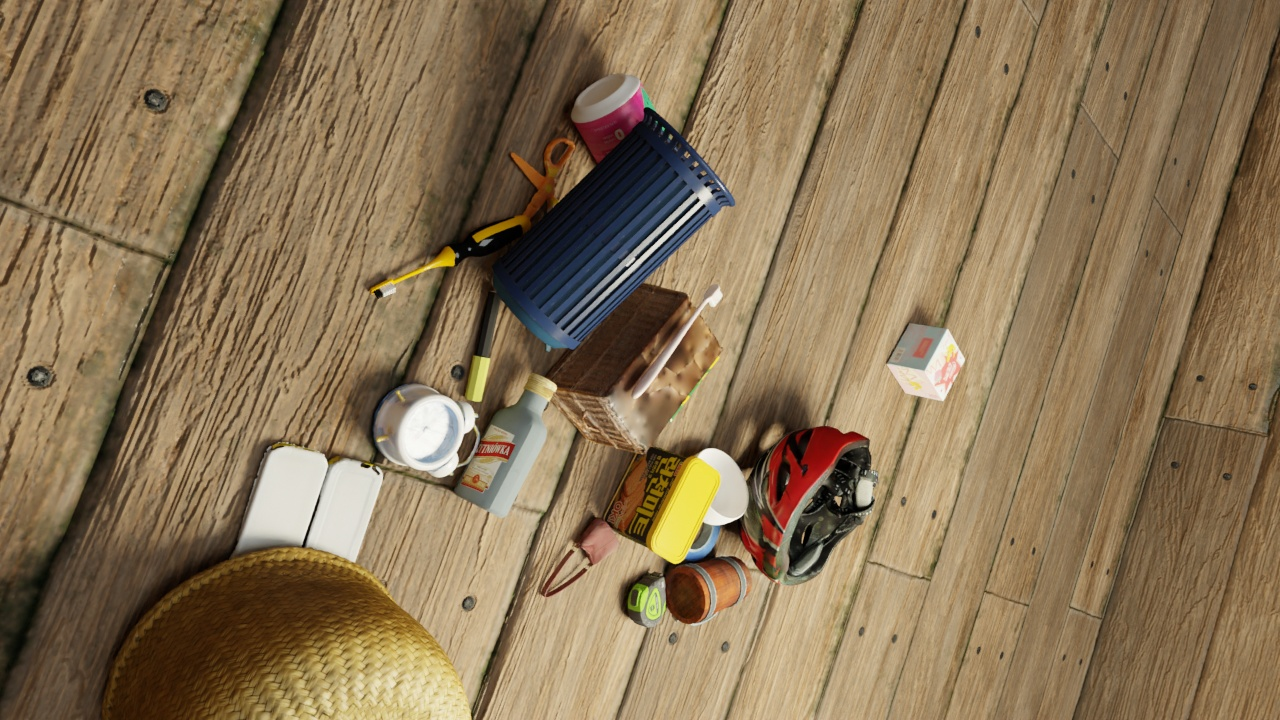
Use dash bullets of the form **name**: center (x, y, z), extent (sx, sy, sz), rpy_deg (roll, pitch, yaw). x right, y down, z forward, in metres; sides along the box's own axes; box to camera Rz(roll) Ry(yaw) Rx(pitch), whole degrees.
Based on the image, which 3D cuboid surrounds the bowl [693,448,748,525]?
- **bowl**: center (0.096, 0.179, 1.274), extent (0.104, 0.054, 0.104), rpy_deg (24, 49, -31)

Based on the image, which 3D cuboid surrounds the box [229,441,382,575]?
- **box**: center (-0.344, 0.192, 0.918), extent (0.127, 0.023, 0.209), rpy_deg (21, 86, -44)

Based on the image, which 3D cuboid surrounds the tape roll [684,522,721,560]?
- **tape roll**: center (0.078, 0.239, 1.312), extent (0.093, 0.016, 0.091), rpy_deg (32, 78, -41)

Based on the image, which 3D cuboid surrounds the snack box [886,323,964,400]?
- **snack box**: center (0.498, 0.003, 1.596), extent (0.095, 0.080, 0.092), rpy_deg (47, 68, -38)

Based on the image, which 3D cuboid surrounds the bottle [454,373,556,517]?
- **bottle**: center (-0.146, 0.092, 1.039), extent (0.046, 0.072, 0.161), rpy_deg (39, 73, -46)

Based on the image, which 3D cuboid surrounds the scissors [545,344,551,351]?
- **scissors**: center (-0.101, -0.077, 1.087), extent (0.056, 0.015, 0.137), rpy_deg (2, 104, -41)

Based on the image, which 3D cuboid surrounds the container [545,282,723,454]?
- **container**: center (-0.006, 0.007, 1.119), extent (0.198, 0.113, 0.114), rpy_deg (-53, 129, -22)

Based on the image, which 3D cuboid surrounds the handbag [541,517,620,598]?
- **handbag**: center (-0.081, 0.258, 1.171), extent (0.119, 0.029, 0.055), rpy_deg (-43, 127, -20)

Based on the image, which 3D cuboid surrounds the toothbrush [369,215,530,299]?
- **toothbrush**: center (-0.199, -0.113, 0.978), extent (0.196, 0.031, 0.031), rpy_deg (-30, 74, -29)

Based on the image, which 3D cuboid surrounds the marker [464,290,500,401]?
- **marker**: center (-0.174, -0.016, 1.027), extent (0.021, 0.017, 0.124), rpy_deg (12, 90, -76)

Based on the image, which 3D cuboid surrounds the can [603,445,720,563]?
- **can**: center (0.026, 0.182, 1.195), extent (0.072, 0.101, 0.130), rpy_deg (38, 74, -40)

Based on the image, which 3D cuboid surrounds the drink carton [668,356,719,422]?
- **drink carton**: center (0.045, 0.018, 1.204), extent (0.122, 0.058, 0.041), rpy_deg (-51, 128, -22)

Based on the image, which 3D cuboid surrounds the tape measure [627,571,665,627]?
- **tape measure**: center (0.007, 0.331, 1.257), extent (0.058, 0.036, 0.066), rpy_deg (-18, 108, -48)

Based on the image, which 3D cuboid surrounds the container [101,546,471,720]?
- **container**: center (-0.313, 0.347, 0.845), extent (0.306, 0.197, 0.307), rpy_deg (-15, 114, -37)

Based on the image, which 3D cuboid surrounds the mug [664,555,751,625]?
- **mug**: center (0.092, 0.338, 1.316), extent (0.110, 0.081, 0.118), rpy_deg (-5, 126, -45)

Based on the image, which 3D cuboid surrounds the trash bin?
- **trash bin**: center (-0.036, -0.134, 0.991), extent (0.250, 0.139, 0.139), rpy_deg (-43, 130, 6)

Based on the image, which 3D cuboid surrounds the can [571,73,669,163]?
- **can**: center (-0.008, -0.246, 1.077), extent (0.088, 0.088, 0.166), rpy_deg (-50, 128, -23)

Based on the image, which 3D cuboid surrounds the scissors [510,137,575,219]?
- **scissors**: center (-0.105, -0.197, 1.052), extent (0.128, 0.011, 0.125), rpy_deg (46, 69, -38)

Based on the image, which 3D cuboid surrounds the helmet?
- **helmet**: center (0.238, 0.207, 1.343), extent (0.271, 0.167, 0.218), rpy_deg (-39, 138, -40)

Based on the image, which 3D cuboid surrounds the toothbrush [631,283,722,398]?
- **toothbrush**: center (0.043, -0.022, 1.070), extent (0.180, 0.016, 0.018), rpy_deg (-52, 134, -23)

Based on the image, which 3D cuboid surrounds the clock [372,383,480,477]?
- **clock**: center (-0.224, 0.076, 0.982), extent (0.125, 0.052, 0.088), rpy_deg (28, 79, -45)
